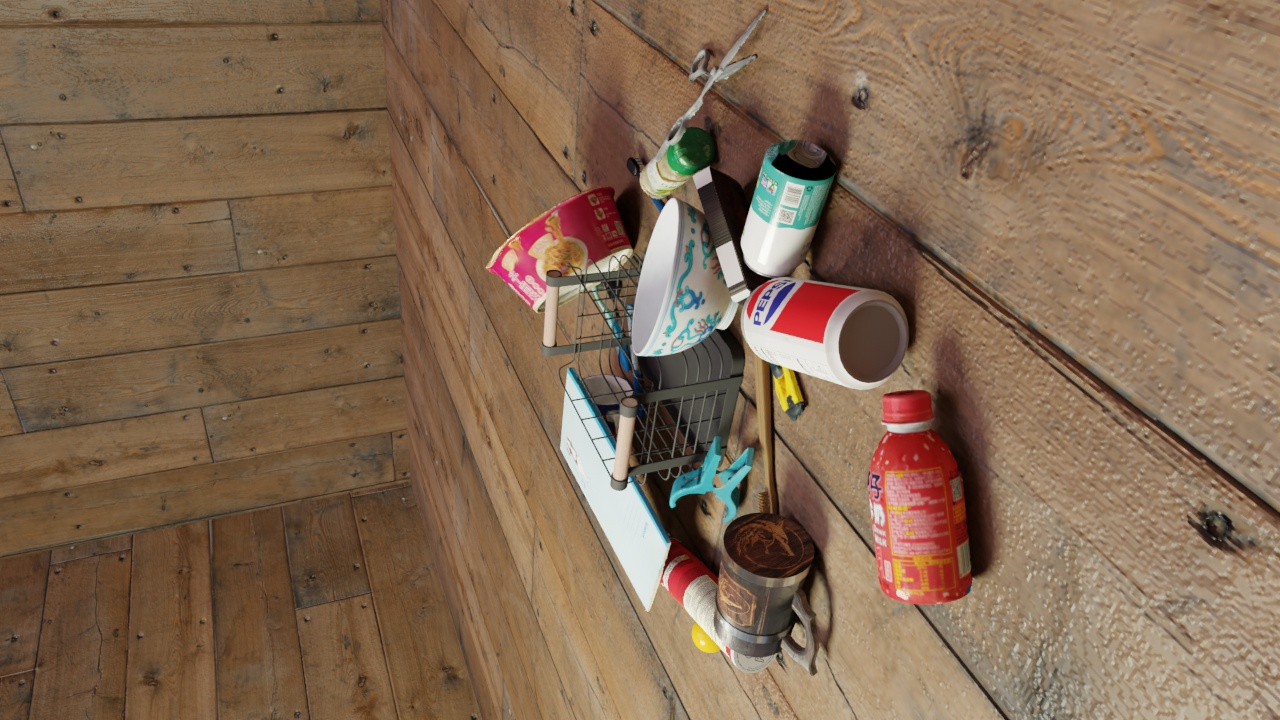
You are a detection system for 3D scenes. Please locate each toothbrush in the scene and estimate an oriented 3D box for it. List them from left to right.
[{"bbox_3d":[-0.036,-0.048,1.179,0.135,0.017,0.022,68,155,12],"label":"toothbrush"},{"bbox_3d":[0.022,-0.167,0.985,0.167,0.014,0.014,60,139,36],"label":"toothbrush"},{"bbox_3d":[0.115,0.071,0.851,0.016,0.016,0.167,-156,60,-68],"label":"toothbrush"}]

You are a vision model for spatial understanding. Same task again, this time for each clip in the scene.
[{"bbox_3d":[0.090,0.127,0.905,0.130,0.121,0.031,-37,27,45],"label":"clip"}]

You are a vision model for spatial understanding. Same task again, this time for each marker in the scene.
[{"bbox_3d":[-0.007,0.000,1.132,0.013,0.013,0.142,-163,66,-67],"label":"marker"}]

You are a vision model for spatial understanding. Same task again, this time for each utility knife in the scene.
[{"bbox_3d":[0.114,-0.025,0.817,0.031,0.017,0.164,-42,56,55],"label":"utility knife"}]

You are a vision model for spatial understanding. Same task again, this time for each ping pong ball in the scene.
[{"bbox_3d":[0.076,0.299,1.005,0.040,0.040,0.040,171,90,-69],"label":"ping pong ball"}]

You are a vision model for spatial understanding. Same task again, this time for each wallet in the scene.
[{"bbox_3d":[0.085,-0.103,0.791,0.019,0.072,0.123,-25,69,27],"label":"wallet"}]

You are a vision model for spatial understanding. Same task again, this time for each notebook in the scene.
[{"bbox_3d":[-0.037,0.153,1.091,0.253,0.009,0.181,58,154,31],"label":"notebook"}]

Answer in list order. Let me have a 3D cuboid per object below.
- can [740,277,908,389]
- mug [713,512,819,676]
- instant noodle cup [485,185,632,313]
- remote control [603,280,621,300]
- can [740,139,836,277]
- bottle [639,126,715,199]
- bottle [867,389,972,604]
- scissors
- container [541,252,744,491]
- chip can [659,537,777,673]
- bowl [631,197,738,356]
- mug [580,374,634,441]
[{"bbox_3d":[0.134,-0.024,0.687,0.132,0.070,0.070,-157,60,-65],"label":"can"},{"bbox_3d":[0.120,0.213,0.822,0.116,0.079,0.107,36,135,38],"label":"mug"},{"bbox_3d":[-0.085,-0.123,1.087,0.077,0.178,0.179,57,156,3],"label":"instant noodle cup"},{"bbox_3d":[-0.055,-0.137,1.193,0.032,0.015,0.136,111,144,-52],"label":"remote control"},{"bbox_3d":[0.114,-0.118,0.721,0.102,0.054,0.055,102,150,-43],"label":"can"},{"bbox_3d":[0.034,-0.194,0.910,0.111,0.043,0.043,161,100,-69],"label":"bottle"},{"bbox_3d":[0.185,0.089,0.618,0.062,0.062,0.137,-177,80,-68],"label":"bottle"},{"bbox_3d":[0.059,-0.238,0.810,0.162,0.014,0.141,-61,22,17],"label":"scissors"},{"bbox_3d":[-0.006,0.006,0.969,0.241,0.130,0.163,-122,31,-46],"label":"container"},{"bbox_3d":[0.071,0.256,0.986,0.215,0.051,0.052,-150,54,-63],"label":"chip can"},{"bbox_3d":[0.047,-0.067,0.828,0.144,0.074,0.144,-169,91,-79],"label":"bowl"},{"bbox_3d":[-0.041,0.078,1.160,0.112,0.075,0.076,-122,31,-54],"label":"mug"}]
